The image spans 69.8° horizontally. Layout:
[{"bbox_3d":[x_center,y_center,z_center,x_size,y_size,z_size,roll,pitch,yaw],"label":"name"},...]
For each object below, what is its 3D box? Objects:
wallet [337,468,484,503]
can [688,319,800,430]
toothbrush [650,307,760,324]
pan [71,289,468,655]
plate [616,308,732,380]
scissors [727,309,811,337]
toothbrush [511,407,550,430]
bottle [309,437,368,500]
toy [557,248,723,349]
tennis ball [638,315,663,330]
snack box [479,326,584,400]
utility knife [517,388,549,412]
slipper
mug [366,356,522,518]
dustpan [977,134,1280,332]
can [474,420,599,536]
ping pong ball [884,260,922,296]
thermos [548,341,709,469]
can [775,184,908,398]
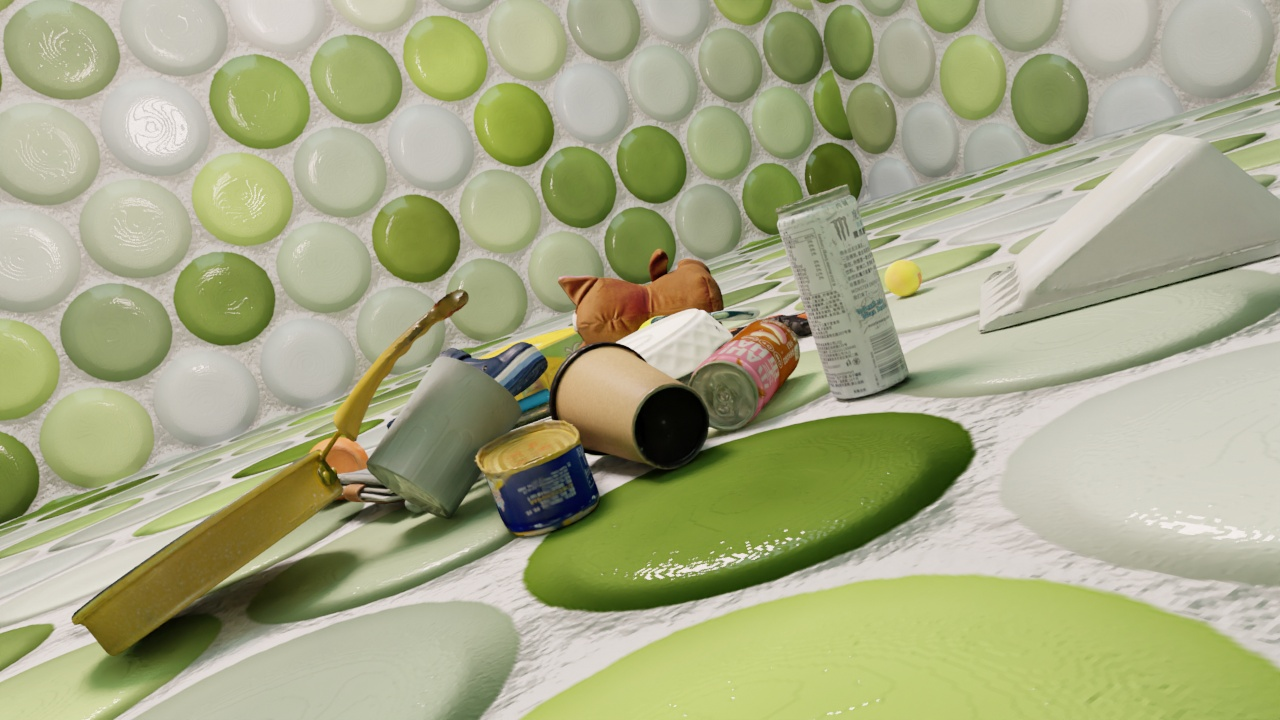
[{"bbox_3d":[-0.220,0.113,0.853,0.106,0.037,0.130,-11,2,-40],"label":"wallet"},{"bbox_3d":[0.087,0.009,0.744,0.058,0.058,0.147,-16,8,25],"label":"can"},{"bbox_3d":[0.083,-0.052,1.087,0.191,0.016,0.018,-8,-9,-43],"label":"toothbrush"},{"bbox_3d":[-0.258,0.078,0.687,0.357,0.078,0.198,-36,5,-9],"label":"pan"},{"bbox_3d":[-0.006,0.006,0.944,0.205,0.045,0.204,-28,7,4],"label":"plate"},{"bbox_3d":[0.157,-0.039,1.082,0.220,0.022,0.233,-17,7,-24],"label":"scissors"},{"bbox_3d":[-0.159,0.075,1.038,0.186,0.017,0.012,-20,-9,0],"label":"toothbrush"},{"bbox_3d":[-0.337,0.120,1.018,0.066,0.067,0.150,-22,1,-20],"label":"bottle"},{"bbox_3d":[0.002,-0.063,1.155,0.199,0.140,0.130,-14,4,-8],"label":"toy"},{"bbox_3d":[0.026,-0.020,1.078,0.065,0.065,0.065,-19,7,2],"label":"tennis ball"},{"bbox_3d":[-0.156,0.010,1.299,0.211,0.070,0.157,-13,10,40],"label":"snack box"},{"bbox_3d":[-0.199,0.080,1.100,0.222,0.018,0.034,-24,-2,-31],"label":"utility knife"},{"bbox_3d":[-0.227,0.030,1.163,0.253,0.095,0.104,-28,8,26],"label":"slipper"},{"bbox_3d":[-0.160,0.070,0.750,0.103,0.083,0.124,-59,-1,-25],"label":"mug"},{"bbox_3d":[0.431,-0.087,0.759,0.258,0.142,0.222,-48,-5,25],"label":"dustpan"},{"bbox_3d":[-0.075,0.081,0.657,0.074,0.049,0.148,-21,8,-12],"label":"can"},{"bbox_3d":[0.292,-0.092,1.019,0.040,0.040,0.040,-19,7,2],"label":"ping pong ball"},{"bbox_3d":[-0.008,0.037,0.696,0.093,0.093,0.143,-22,16,-22],"label":"thermos"},{"bbox_3d":[0.145,-0.049,0.663,0.058,0.147,0.058,-19,7,2],"label":"can"}]
